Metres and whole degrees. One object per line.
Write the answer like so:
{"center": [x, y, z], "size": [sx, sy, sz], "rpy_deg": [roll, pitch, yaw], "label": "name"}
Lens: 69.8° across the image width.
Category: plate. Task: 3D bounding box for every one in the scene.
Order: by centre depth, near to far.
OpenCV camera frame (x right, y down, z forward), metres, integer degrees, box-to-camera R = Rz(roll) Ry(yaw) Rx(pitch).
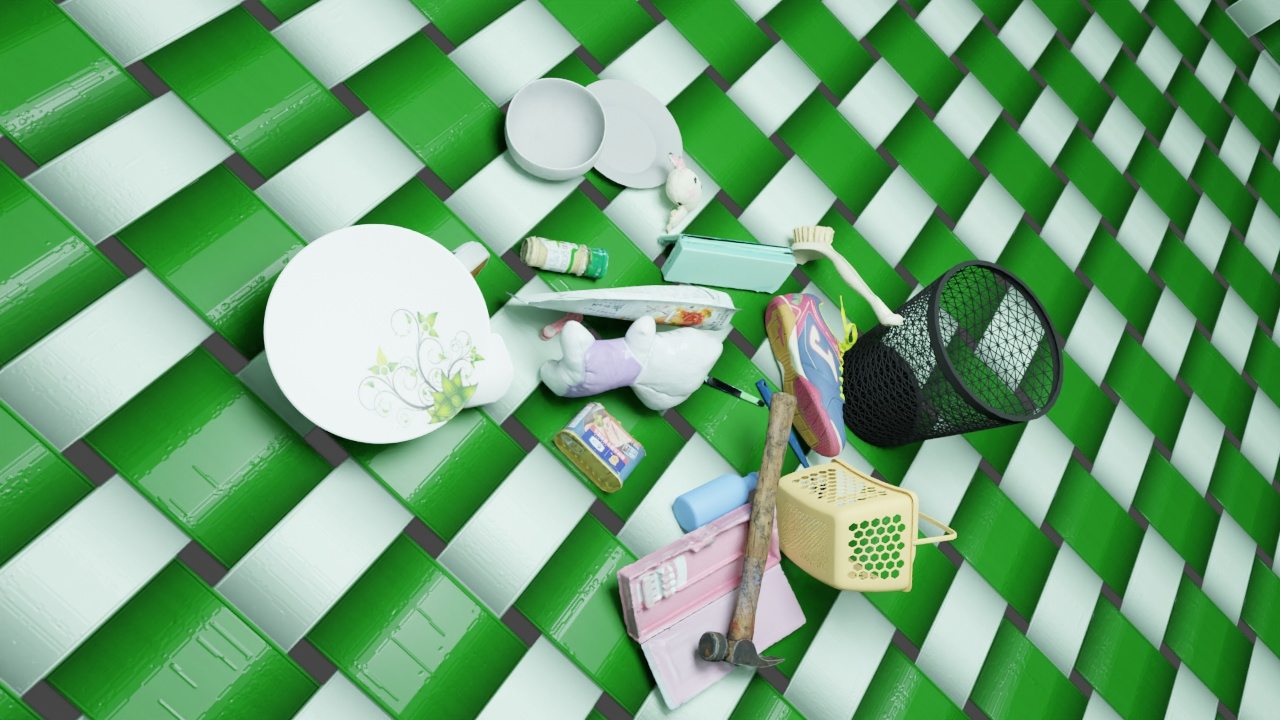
{"center": [-0.274, -0.028, 0.967], "size": [0.229, 0.030, 0.229], "rpy_deg": [3, 83, -24], "label": "plate"}
{"center": [-0.021, -0.317, 1.298], "size": [0.172, 0.019, 0.172], "rpy_deg": [10, 67, -24], "label": "plate"}

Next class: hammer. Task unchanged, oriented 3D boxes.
{"center": [0.152, 0.202, 1.114], "size": [0.120, 0.033, 0.330], "rpy_deg": [21, 76, -35], "label": "hammer"}

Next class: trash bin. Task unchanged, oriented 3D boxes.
{"center": [0.402, 0.012, 1.260], "size": [0.216, 0.244, 0.216], "rpy_deg": [10, 67, -24], "label": "trash bin"}

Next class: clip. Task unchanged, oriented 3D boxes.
{"center": [-0.098, -0.044, 1.147], "size": [0.057, 0.035, 0.022], "rpy_deg": [-33, 91, -29], "label": "clip"}

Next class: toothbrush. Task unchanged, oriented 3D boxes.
{"center": [0.092, 0.025, 1.230], "size": [0.188, 0.017, 0.014], "rpy_deg": [24, 60, -20], "label": "toothbrush"}
{"center": [0.212, 0.109, 1.260], "size": [0.016, 0.017, 0.190], "rpy_deg": [-26, 84, -33], "label": "toothbrush"}

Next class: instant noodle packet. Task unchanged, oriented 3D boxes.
{"center": [-0.015, -0.067, 1.129], "size": [0.268, 0.147, 0.057], "rpy_deg": [0, 94, -34], "label": "instant noodle packet"}

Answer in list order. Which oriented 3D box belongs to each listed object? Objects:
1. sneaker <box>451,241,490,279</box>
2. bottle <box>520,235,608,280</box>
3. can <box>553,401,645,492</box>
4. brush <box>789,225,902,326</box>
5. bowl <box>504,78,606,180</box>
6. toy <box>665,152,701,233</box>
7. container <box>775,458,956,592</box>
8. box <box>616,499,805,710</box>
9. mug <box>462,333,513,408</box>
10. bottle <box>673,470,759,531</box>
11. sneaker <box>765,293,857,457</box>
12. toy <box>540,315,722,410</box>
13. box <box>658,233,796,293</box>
{"center": [-0.274, -0.079, 1.040], "size": [0.079, 0.088, 0.234], "rpy_deg": [48, 60, 1], "label": "sneaker"}
{"center": [-0.097, -0.132, 1.176], "size": [0.109, 0.043, 0.042], "rpy_deg": [8, 68, -24], "label": "bottle"}
{"center": [-0.048, 0.103, 1.105], "size": [0.100, 0.054, 0.058], "rpy_deg": [45, 56, -6], "label": "can"}
{"center": [0.283, -0.119, 1.270], "size": [0.062, 0.077, 0.272], "rpy_deg": [-4, 32, -19], "label": "brush"}
{"center": [-0.113, -0.297, 1.209], "size": [0.131, 0.064, 0.131], "rpy_deg": [2, 77, -9], "label": "bowl"}
{"center": [0.059, -0.236, 1.280], "size": [0.050, 0.087, 0.112], "rpy_deg": [-5, 84, 15], "label": "toy"}
{"center": [0.277, 0.205, 1.147], "size": [0.166, 0.183, 0.129], "rpy_deg": [-4, 100, -19], "label": "container"}
{"center": [0.087, 0.286, 1.112], "size": [0.232, 0.055, 0.180], "rpy_deg": [-19, 96, -32], "label": "box"}
{"center": [-0.206, 0.016, 1.039], "size": [0.123, 0.090, 0.076], "rpy_deg": [-10, 86, -12], "label": "mug"}
{"center": [0.106, 0.171, 1.162], "size": [0.131, 0.048, 0.048], "rpy_deg": [-20, 81, -32], "label": "bottle"}
{"center": [0.250, 0.013, 1.257], "size": [0.091, 0.116, 0.241], "rpy_deg": [-6, 68, -19], "label": "sneaker"}
{"center": [-0.007, 0.007, 1.113], "size": [0.209, 0.138, 0.085], "rpy_deg": [2, 55, -26], "label": "toy"}
{"center": [0.119, -0.155, 1.285], "size": [0.188, 0.078, 0.079], "rpy_deg": [3, 53, -25], "label": "box"}
